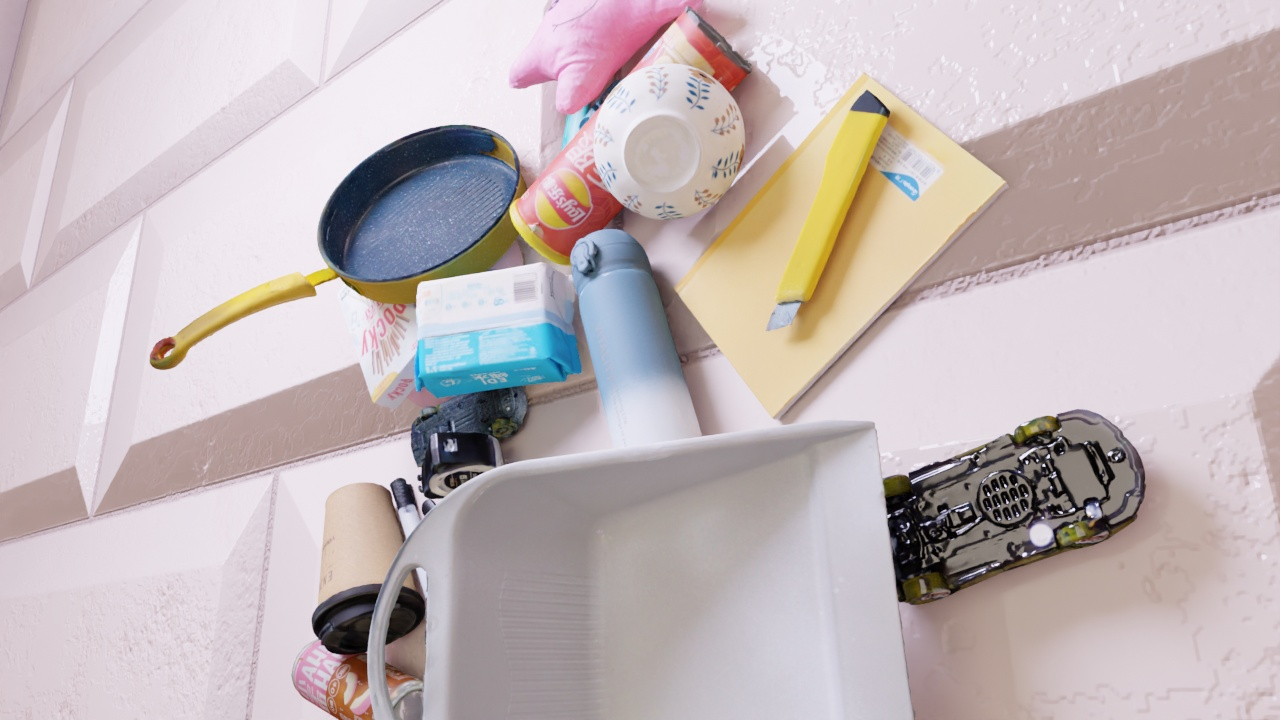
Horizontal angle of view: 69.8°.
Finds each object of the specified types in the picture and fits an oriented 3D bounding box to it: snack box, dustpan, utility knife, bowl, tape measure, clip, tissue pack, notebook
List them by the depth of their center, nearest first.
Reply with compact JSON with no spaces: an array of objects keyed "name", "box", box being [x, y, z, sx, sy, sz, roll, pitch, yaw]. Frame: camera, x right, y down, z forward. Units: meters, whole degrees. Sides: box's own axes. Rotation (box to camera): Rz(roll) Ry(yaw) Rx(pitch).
[{"name":"dustpan","box":[-0.011,0.149,0.488,0.258,0.142,0.222,-18,66,36]},{"name":"utility knife","box":[0.123,-0.097,0.610,0.033,0.015,0.173,26,94,49]},{"name":"notebook","box":[0.123,-0.080,0.624,0.207,0.010,0.146,-49,50,18]},{"name":"bowl","box":[0.019,-0.153,0.661,0.114,0.113,0.062,-46,11,20]},{"name":"tissue pack","box":[-0.120,-0.022,0.756,0.140,0.063,0.090,-8,69,7]},{"name":"tape measure","box":[-0.148,0.088,0.765,0.066,0.066,0.033,123,142,-48]},{"name":"clip","box":[-0.030,-0.217,0.795,0.057,0.046,0.014,-49,49,16]},{"name":"utility knife","box":[-0.062,-0.182,0.817,0.029,0.013,0.160,3,81,44]},{"name":"snack box","box":[-0.233,-0.039,0.853,0.085,0.026,0.156,-47,50,19]}]

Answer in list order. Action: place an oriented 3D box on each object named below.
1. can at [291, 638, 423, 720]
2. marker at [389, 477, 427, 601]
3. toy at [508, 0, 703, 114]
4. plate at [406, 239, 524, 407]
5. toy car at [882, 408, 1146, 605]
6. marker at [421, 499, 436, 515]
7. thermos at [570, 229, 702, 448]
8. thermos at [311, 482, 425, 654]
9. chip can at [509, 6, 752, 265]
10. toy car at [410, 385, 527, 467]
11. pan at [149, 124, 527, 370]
[{"name":"can","box":[-0.237,0.283,0.784,0.147,0.057,0.058,5,79,42]},{"name":"marker","box":[-0.197,0.160,0.817,0.018,0.022,0.130,-49,53,26]},{"name":"toy","box":[-0.041,-0.296,0.791,0.195,0.074,0.178,-36,48,18]},{"name":"plate","box":[-0.187,-0.050,0.862,0.193,0.039,0.192,-15,66,37]},{"name":"toy car","box":[0.188,0.082,0.493,0.158,0.042,0.070,-30,58,32]},{"name":"marker","box":[-0.159,0.155,0.787,0.124,0.015,0.018,35,97,43]},{"name":"thermos","box":[-0.004,0.004,0.667,0.070,0.070,0.220,-33,58,29]},{"name":"thermos","box":[-0.243,0.181,0.806,0.093,0.093,0.143,-42,46,23]},{"name":"chip can","box":[-0.011,-0.174,0.730,0.217,0.073,0.073,-45,52,20]},{"name":"toy car","box":[-0.149,0.055,0.799,0.121,0.036,0.054,-28,58,20]},{"name":"pan","box":[-0.258,-0.094,0.807,0.356,0.078,0.198,-43,52,-15]}]
